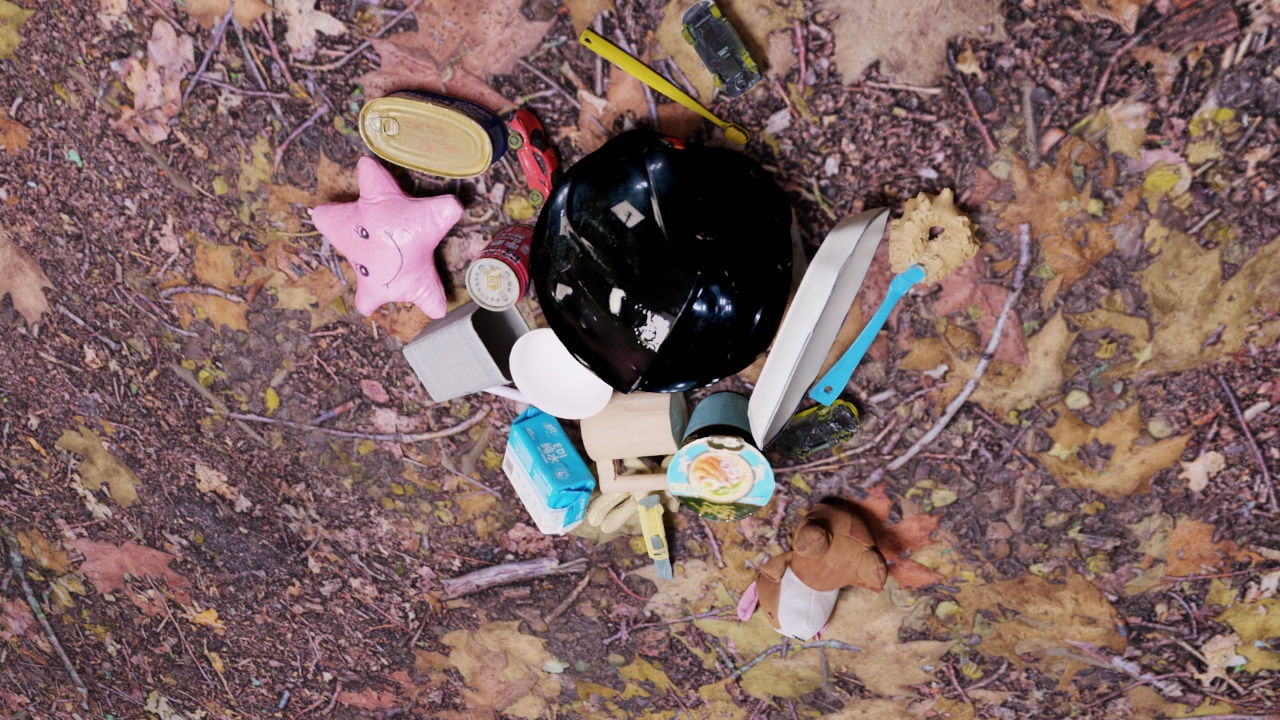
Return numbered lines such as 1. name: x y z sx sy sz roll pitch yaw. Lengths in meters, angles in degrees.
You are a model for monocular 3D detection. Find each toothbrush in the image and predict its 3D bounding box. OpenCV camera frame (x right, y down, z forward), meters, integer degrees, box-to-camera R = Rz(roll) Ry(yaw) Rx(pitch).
1. toothbrush: -0.180 0.036 1.114 0.189 0.029 0.021 14 84 8
2. toothbrush: 0.024 -0.262 0.884 0.190 0.016 0.016 32 122 -2

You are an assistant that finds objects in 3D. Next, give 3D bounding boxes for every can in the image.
1. can: -0.141 -0.099 0.980 0.066 0.093 0.067 8 120 13
2. can: -0.214 -0.237 0.952 0.148 0.049 0.075 14 121 9

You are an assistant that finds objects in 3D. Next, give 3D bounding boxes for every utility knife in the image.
1. utility knife: 0.021 0.218 1.120 0.031 0.021 0.207 -1 145 8

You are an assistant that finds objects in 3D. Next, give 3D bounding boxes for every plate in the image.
1. plate: 0.165 -0.032 0.891 0.034 0.161 0.266 30 125 16

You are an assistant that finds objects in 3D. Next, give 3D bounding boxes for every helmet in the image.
1. helmet: 0.006 -0.092 0.874 0.275 0.229 0.234 40 122 16

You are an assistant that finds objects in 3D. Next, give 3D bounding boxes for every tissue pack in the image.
1. tissue pack: -0.109 0.130 1.085 0.140 0.063 0.090 53 142 31

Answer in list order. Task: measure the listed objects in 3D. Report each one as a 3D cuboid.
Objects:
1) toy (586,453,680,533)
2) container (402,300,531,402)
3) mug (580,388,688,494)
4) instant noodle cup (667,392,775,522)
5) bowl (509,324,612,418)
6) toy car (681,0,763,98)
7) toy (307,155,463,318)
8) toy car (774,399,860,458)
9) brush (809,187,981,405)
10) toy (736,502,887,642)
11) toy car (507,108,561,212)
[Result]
1. toy: 0.005 0.158 1.097 0.157 0.066 0.105 -32 111 22
2. container: -0.197 -0.014 1.052 0.114 0.090 0.090 -19 111 29
3. mug: -0.003 0.089 1.043 0.104 0.084 0.124 -6 96 18
4. instant noodle cup: 0.091 0.096 1.000 0.111 0.120 0.111 4 120 7
5. bowl: -0.077 -0.001 1.008 0.118 0.064 0.118 11 127 14
6. toy car: 0.074 -0.288 0.843 0.042 0.035 0.090 -31 105 27
7. toy: -0.289 -0.127 1.022 0.178 0.074 0.195 22 124 4
8. toy car: 0.193 0.073 1.012 0.105 0.032 0.048 -30 107 41
9. brush: 0.244 -0.054 0.911 0.083 0.045 0.255 28 117 -4
10. toy: 0.201 0.263 1.071 0.140 0.130 0.200 26 132 -5
11. toy car: -0.105 -0.205 0.936 0.031 0.049 0.106 -11 114 22
